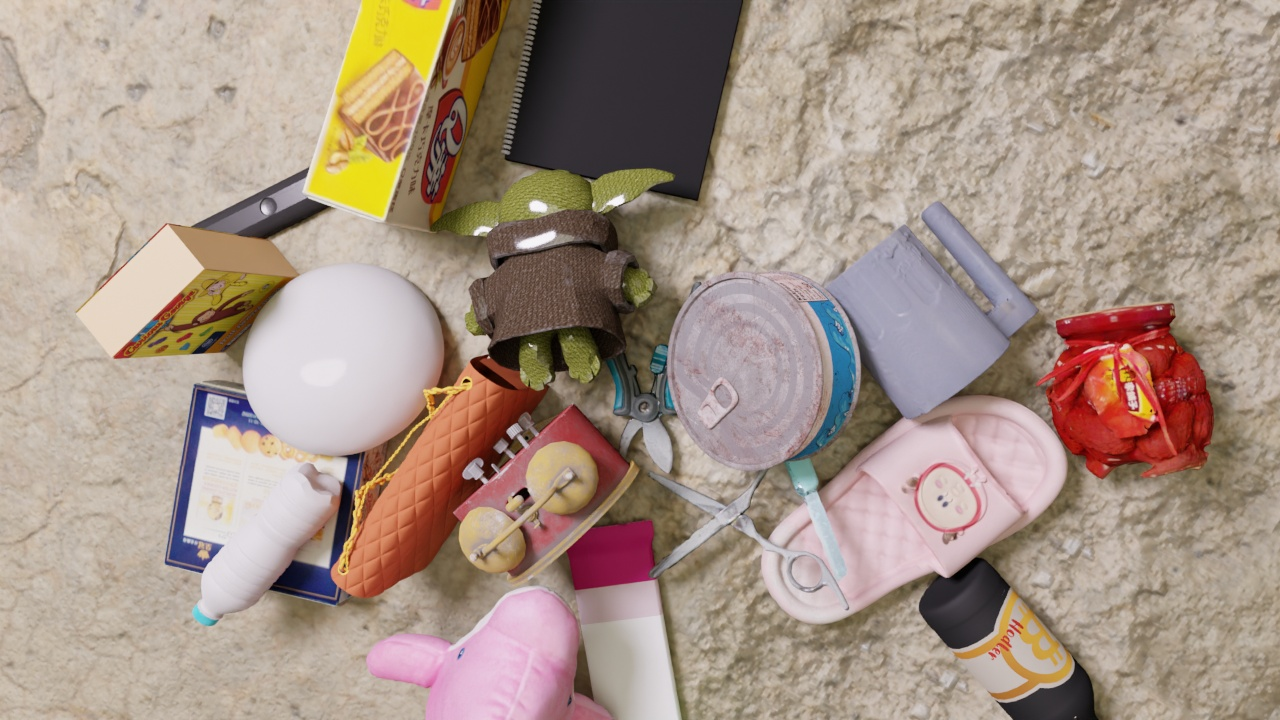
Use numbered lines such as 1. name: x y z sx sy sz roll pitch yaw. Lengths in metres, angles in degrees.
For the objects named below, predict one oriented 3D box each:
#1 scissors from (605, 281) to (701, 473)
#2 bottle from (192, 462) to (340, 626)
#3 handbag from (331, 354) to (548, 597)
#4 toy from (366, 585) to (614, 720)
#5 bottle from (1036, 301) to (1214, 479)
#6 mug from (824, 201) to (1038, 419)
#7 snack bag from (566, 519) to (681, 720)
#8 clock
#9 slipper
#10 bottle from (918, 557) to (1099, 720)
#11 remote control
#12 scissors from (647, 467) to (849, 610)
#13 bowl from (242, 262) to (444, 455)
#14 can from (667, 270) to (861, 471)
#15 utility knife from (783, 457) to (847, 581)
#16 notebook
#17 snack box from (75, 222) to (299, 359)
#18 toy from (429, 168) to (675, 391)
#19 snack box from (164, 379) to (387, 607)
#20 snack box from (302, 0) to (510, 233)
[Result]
1. scissors: -0.002 0.002 0.670 0.124 0.019 0.155 32 95 6
2. bottle: -0.270 0.135 0.655 0.044 0.044 0.136 42 96 4
3. handbag: -0.147 0.075 0.647 0.060 0.108 0.172 35 97 5
4. toy: -0.115 0.269 0.625 0.186 0.127 0.266 23 118 -4
5. bottle: 0.311 0.022 0.590 0.099 0.099 0.111 -8 87 8
6. mug: 0.193 -0.038 0.618 0.123 0.084 0.104 -38 85 -16
7. snack bag: -0.008 0.219 0.682 0.070 0.016 0.196 -10 91 10
8. clock: -0.072 0.085 0.613 0.117 0.158 0.081 -42 92 7
9. slipper: 0.182 0.104 0.631 0.222 0.055 0.107 -35 86 10
10. bottle: 0.271 0.220 0.622 0.059 0.059 0.181 -42 87 7
11. remote control: -0.277 -0.119 0.703 0.147 0.015 0.033 -24 89 8
12. scissors: 0.076 0.113 0.639 0.175 0.014 0.141 30 83 28
13. bowl: -0.221 -0.009 0.662 0.149 0.043 0.149 -1 72 3
14. can: 0.079 0.006 0.610 0.130 0.044 0.130 7 100 46
15. utility knife: 0.108 0.071 0.630 0.022 0.015 0.165 -20 66 3
16. notebook: -0.009 -0.233 0.661 0.149 0.016 0.207 13 94 6
17. snack box: -0.316 -0.047 0.656 0.088 0.125 0.040 -41 87 7
18. toy: -0.059 -0.058 0.633 0.179 0.078 0.152 -9 69 15
19. snack box: -0.276 0.098 0.699 0.144 0.042 0.145 12 94 6
20. snack box: -0.150 -0.208 0.634 0.062 0.110 0.230 20 95 3
